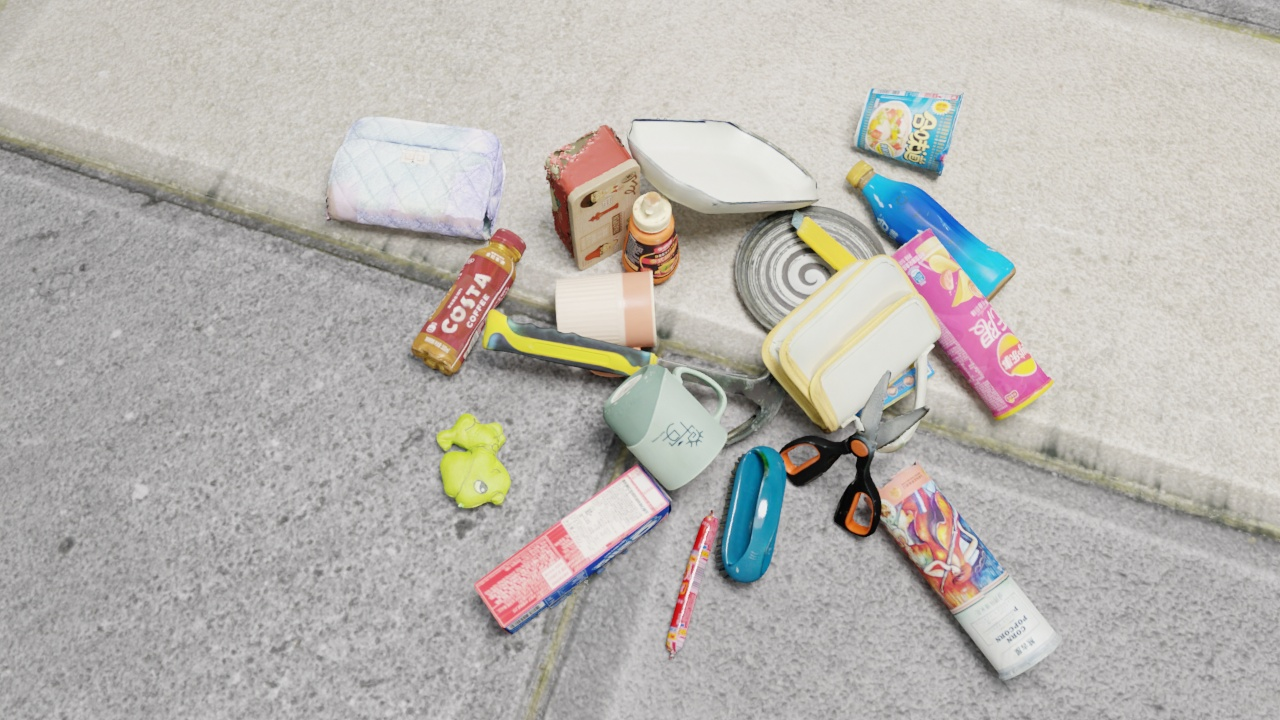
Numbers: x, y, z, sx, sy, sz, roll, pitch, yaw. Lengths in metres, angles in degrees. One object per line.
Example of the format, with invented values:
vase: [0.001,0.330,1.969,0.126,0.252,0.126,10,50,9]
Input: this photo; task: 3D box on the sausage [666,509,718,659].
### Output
sausage: [0.052,0.226,0.934,0.020,0.020,0.155,17,70,7]

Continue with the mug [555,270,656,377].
mug: [-0.036,-0.039,1.013,0.106,0.081,0.114,-3,98,1]

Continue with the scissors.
scissors: [0.218,0.097,0.890,0.021,0.228,0.198,-36,102,-32]

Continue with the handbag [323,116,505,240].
handbag: [-0.262,-0.214,1.078,0.194,0.076,0.134,7,69,4]

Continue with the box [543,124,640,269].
box: [-0.057,-0.181,1.013,0.091,0.168,0.077,-30,72,-11]

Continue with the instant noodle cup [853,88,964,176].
instant noodle cup: [0.317,-0.280,1.094,0.110,0.099,0.099,16,69,14]

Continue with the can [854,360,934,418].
can: [0.254,0.004,0.990,0.102,0.057,0.083,-30,90,-10]

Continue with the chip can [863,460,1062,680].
chip can: [0.316,0.205,0.914,0.071,0.071,0.214,-32,71,-12]

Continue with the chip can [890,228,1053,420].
chip can: [0.349,-0.040,0.991,0.071,0.071,0.210,-34,81,-12]

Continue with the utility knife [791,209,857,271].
utility knife: [0.231,-0.112,1.042,0.033,0.015,0.167,-38,74,-21]

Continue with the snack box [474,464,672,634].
snack box: [-0.064,0.191,0.930,0.207,0.057,0.058,-35,70,-12]

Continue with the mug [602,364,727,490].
mug: [0.031,0.054,0.923,0.111,0.082,0.106,-44,98,-11]

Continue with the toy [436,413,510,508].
toy: [-0.179,0.109,0.976,0.097,0.031,0.100,19,66,7]

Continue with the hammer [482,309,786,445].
hammer: [-0.006,0.006,0.967,0.323,0.032,0.126,12,102,-2]

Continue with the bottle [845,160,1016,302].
bottle: [0.327,-0.152,1.055,0.065,0.065,0.218,-41,74,-14]

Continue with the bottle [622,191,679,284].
bottle: [0.012,-0.139,1.006,0.067,0.150,0.066,0,69,0]

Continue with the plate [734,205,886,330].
plate: [0.197,-0.097,1.058,0.179,0.024,0.179,0,70,-1]

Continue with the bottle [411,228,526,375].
bottle: [-0.188,-0.069,1.030,0.057,0.057,0.174,26,71,10]

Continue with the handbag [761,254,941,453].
handbag: [0.234,0.002,0.930,0.163,0.063,0.179,-41,97,-8]

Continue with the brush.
brush: [0.118,0.154,0.933,0.055,0.074,0.143,19,68,-10]

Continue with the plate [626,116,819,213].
plate: [0.092,-0.212,1.028,0.265,0.034,0.162,-14,53,-46]
